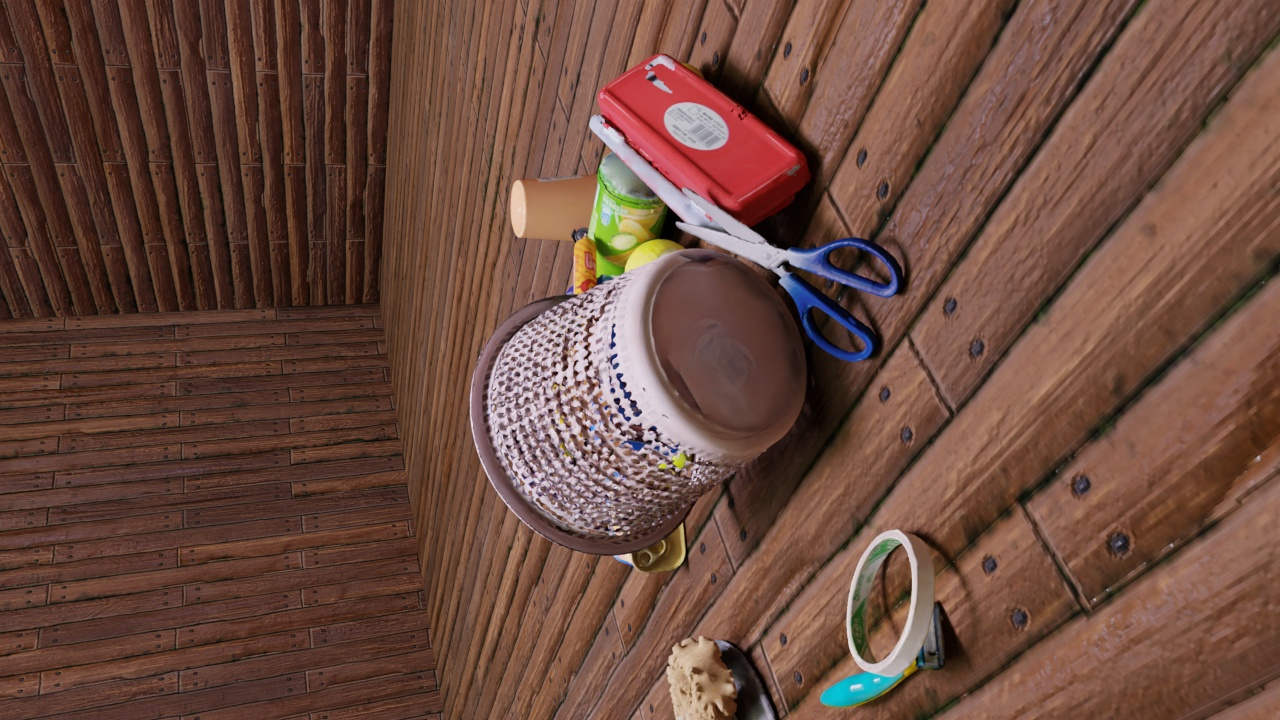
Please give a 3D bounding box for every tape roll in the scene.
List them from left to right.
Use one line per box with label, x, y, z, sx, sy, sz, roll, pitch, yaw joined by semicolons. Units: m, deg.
tape roll;0.150;0.146;0.555;0.086;0.014;0.086;-165;91;-81

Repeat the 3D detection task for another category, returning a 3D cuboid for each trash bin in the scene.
trash bin;0.010;0.020;0.697;0.193;0.227;0.227;-32;63;52

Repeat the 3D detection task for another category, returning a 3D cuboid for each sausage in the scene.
sausage;-0.049;-0.041;0.819;0.022;0.021;0.165;132;140;-62

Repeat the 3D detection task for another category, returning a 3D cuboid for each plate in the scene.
plate;0.077;0.338;0.808;0.180;0.024;0.179;176;90;-69

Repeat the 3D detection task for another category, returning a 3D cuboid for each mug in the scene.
mug;-0.069;-0.158;0.954;0.078;0.122;0.078;176;90;-69

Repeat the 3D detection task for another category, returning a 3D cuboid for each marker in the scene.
marker;-0.050;-0.104;0.976;0.132;0.022;0.020;65;-140;-70

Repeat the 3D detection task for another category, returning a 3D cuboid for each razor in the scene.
razor;0.152;0.197;0.581;0.133;0.028;0.043;119;161;-48

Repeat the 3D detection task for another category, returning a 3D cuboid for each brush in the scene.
brush;0.041;0.356;0.797;0.083;0.045;0.255;39;125;57

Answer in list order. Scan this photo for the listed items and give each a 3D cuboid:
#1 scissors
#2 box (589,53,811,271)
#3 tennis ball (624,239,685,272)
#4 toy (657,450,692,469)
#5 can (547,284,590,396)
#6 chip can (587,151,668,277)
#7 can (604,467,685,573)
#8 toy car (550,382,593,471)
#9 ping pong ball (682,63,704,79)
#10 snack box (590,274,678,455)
scissors;0.092;-0.057;0.607;0.171;0.012;0.141;1;113;43
box;0.044;-0.146;0.715;0.201;0.095;0.099;49;170;38
tennis ball;0.018;-0.076;0.825;0.065;0.065;0.065;175;90;-69
toy;0.024;0.056;0.879;0.100;0.031;0.097;36;118;56
can;-0.038;-0.009;0.909;0.049;0.075;0.148;-62;-39;-38
chip can;-0.020;-0.105;0.890;0.222;0.072;0.072;107;151;-52
can;0.002;0.157;0.924;0.083;0.057;0.102;163;102;-71
toy car;-0.092;0.077;1.171;0.155;0.041;0.071;-114;29;-44
ping pong ball;0.036;-0.233;0.783;0.040;0.040;0.040;175;90;-69
snack box;-0.005;0.005;0.835;0.026;0.084;0.157;-31;54;48
